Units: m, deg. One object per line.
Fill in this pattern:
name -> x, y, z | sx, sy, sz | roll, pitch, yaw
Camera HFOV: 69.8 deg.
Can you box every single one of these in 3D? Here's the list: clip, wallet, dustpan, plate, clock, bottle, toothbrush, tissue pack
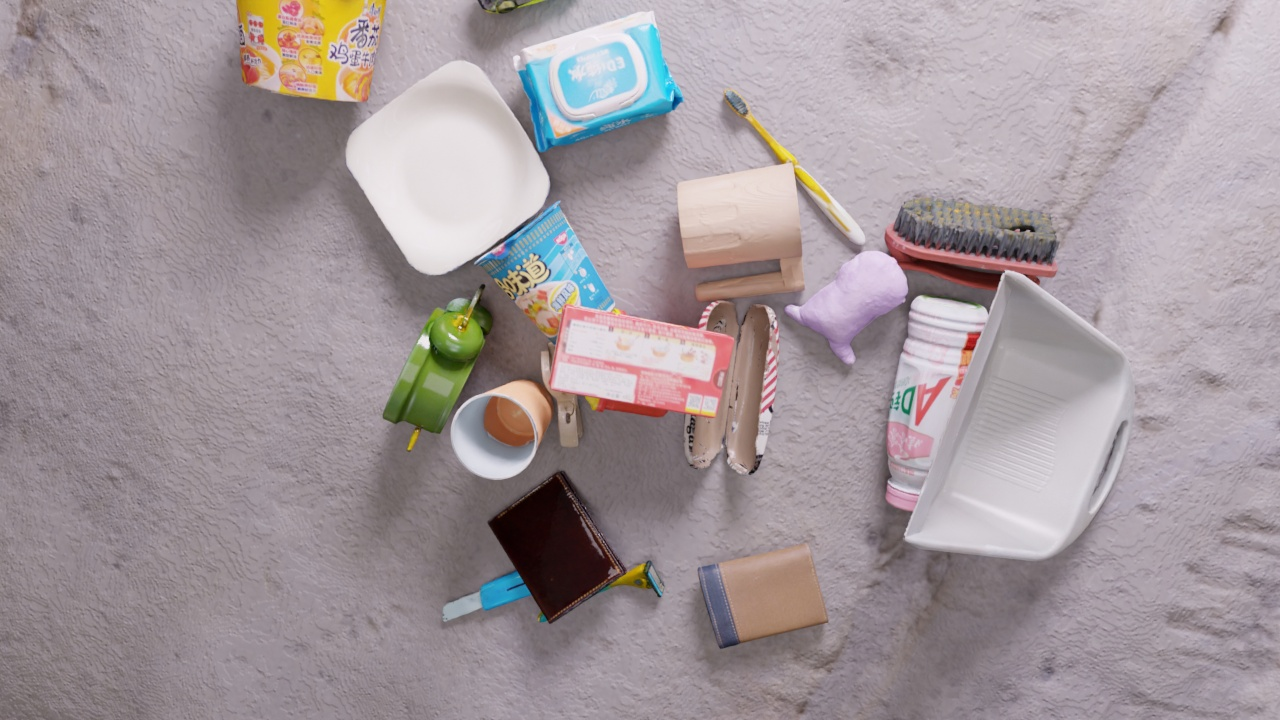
clip -> -0.071, 0.026, 0.903 | 0.035, 0.082, 0.105 | -6, 121, 6
wallet -> 0.121, 0.233, 0.910 | 0.115, 0.033, 0.090 | -15, 100, 8
dustpan -> 0.340, 0.068, 0.770 | 0.143, 0.257, 0.222 | 21, 93, 22
wallet -> -0.085, 0.186, 0.917 | 0.096, 0.020, 0.122 | -36, 78, 6
plate -> -0.179, -0.179, 0.868 | 0.164, 0.034, 0.164 | -31, 92, 11
clock -> -0.185, -0.001, 0.863 | 0.056, 0.116, 0.161 | 26, 105, -10
bottle -> 0.264, 0.041, 0.845 | 0.068, 0.068, 0.197 | 10, 105, 5
toothbrush -> 0.142, -0.177, 0.842 | 0.016, 0.018, 0.191 | -42, 93, 13
tissue pack -> -0.038, -0.251, 0.827 | 0.140, 0.063, 0.090 | -15, 98, 9

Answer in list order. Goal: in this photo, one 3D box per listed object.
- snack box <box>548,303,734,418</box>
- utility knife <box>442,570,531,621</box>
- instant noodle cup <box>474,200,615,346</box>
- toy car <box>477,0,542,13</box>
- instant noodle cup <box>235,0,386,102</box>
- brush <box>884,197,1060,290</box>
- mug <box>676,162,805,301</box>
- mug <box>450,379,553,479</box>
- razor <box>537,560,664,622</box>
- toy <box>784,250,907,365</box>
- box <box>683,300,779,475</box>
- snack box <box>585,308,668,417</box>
snack box -> 0.000, 0.001, 0.807 | 0.153, 0.025, 0.075 | 10, 99, -9
utility knife -> -0.122, 0.230, 0.943 | 0.191, 0.018, 0.034 | -23, 97, 11
instant noodle cup -> -0.083, -0.075, 0.852 | 0.099, 0.099, 0.110 | -33, 103, 11
toy car -> -0.100, -0.348, 0.834 | 0.105, 0.032, 0.048 | -19, 97, -2
instant noodle cup -> -0.295, -0.294, 0.818 | 0.138, 0.137, 0.110 | 12, 108, 4
brush -> 0.292, -0.101, 0.821 | 0.146, 0.063, 0.069 | 9, 130, 6
mug -> 0.093, -0.112, 0.836 | 0.103, 0.084, 0.125 | -6, 125, 9
mug -> -0.121, 0.057, 0.859 | 0.078, 0.122, 0.078 | 1, 100, 7
razor -> -0.044, 0.237, 0.930 | 0.132, 0.028, 0.043 | -22, 127, 7
toy -> 0.197, -0.053, 0.841 | 0.084, 0.038, 0.108 | 42, 119, -3
box -> 0.075, 0.025, 0.858 | 0.087, 0.076, 0.163 | 1, 103, -16
snack box -> -0.005, 0.005, 0.864 | 0.080, 0.082, 0.091 | 14, 102, -10
